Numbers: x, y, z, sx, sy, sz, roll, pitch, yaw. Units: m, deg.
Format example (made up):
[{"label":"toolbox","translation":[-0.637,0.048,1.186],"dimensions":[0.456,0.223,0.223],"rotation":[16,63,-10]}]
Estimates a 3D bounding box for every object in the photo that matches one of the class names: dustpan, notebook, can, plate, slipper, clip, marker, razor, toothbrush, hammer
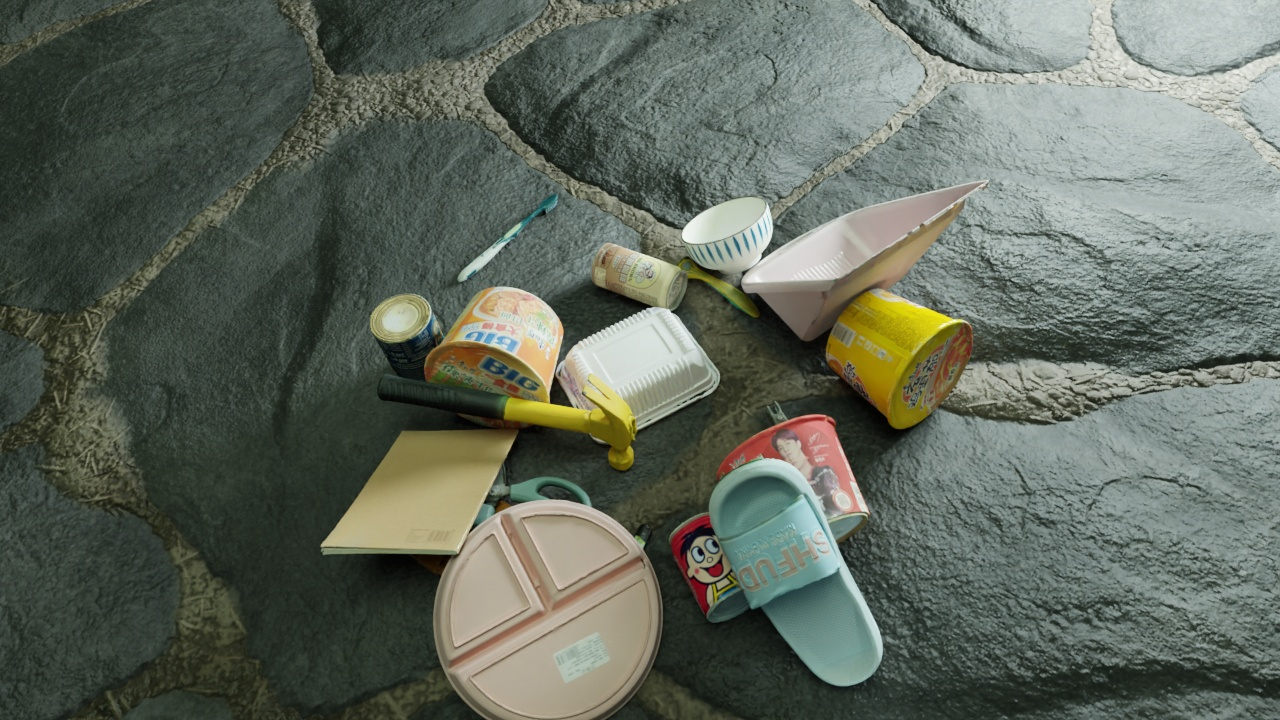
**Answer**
[{"label":"dustpan","translation":[0.226,-0.137,1.062],"dimensions":[0.222,0.274,0.139],"rotation":[-31,74,-18]},{"label":"notebook","translation":[-0.233,0.138,1.002],"dimensions":[0.150,0.012,0.211],"rotation":[-2,30,13]},{"label":"can","translation":[0.076,0.210,0.938],"dimensions":[0.066,0.067,0.093],"rotation":[-24,55,-10]},{"label":"plate","translation":[-0.088,0.249,0.908],"dimensions":[0.229,0.028,0.229],"rotation":[3,70,-10]},{"label":"slipper","translation":[0.143,0.206,0.851],"dimensions":[0.104,0.245,0.074],"rotation":[-28,9,22]},{"label":"clip","translation":[0.162,0.071,1.050],"dimensions":[0.041,0.026,0.058],"rotation":[-27,52,-2]},{"label":"can","translation":[-0.277,-0.021,1.120],"dimensions":[0.075,0.111,0.075],"rotation":[-4,55,5]},{"label":"marker","translation":[-0.016,0.227,0.972],"dimensions":[0.018,0.015,0.123],"rotation":[16,56,17]},{"label":"razor","translation":[0.097,-0.092,1.173],"dimensions":[0.132,0.028,0.043],"rotation":[34,62,25]},{"label":"toothbrush","translation":[-0.182,-0.169,1.271],"dimensions":[0.016,0.018,0.191],"rotation":[35,68,27]},{"label":"can","translation":[-0.003,-0.107,1.175],"dimensions":[0.116,0.059,0.058],"rotation":[22,61,21]},{"label":"hammer","translation":[-0.151,0.053,1.031],"dimensions":[0.301,0.129,0.032],"rotation":[9,47,10]}]

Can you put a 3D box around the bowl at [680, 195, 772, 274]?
[{"label":"bowl","translation":[0.117,-0.153,1.175],"dimensions":[0.116,0.066,0.116],"rotation":[-20,28,11]}]

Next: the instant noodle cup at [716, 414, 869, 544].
[{"label":"instant noodle cup","translation":[0.162,0.136,0.943],"dimensions":[0.138,0.138,0.108],"rotation":[-21,61,-7]}]

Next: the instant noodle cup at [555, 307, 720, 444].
[{"label":"instant noodle cup","translation":[-0.006,0.006,1.097],"dimensions":[0.173,0.060,0.138],"rotation":[-27,56,-10]}]

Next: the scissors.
[{"label":"scissors","translation":[-0.126,0.164,0.983],"dimensions":[0.181,0.019,0.170],"rotation":[-9,44,2]}]

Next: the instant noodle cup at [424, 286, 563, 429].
[{"label":"instant noodle cup","translation":[-0.164,-0.007,1.082],"dimensions":[0.151,0.152,0.111],"rotation":[7,48,12]}]

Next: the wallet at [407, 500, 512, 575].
[{"label":"wallet","translation":[-0.201,0.193,1.006],"dimensions":[0.131,0.035,0.118],"rotation":[23,56,28]}]

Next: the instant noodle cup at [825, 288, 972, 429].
[{"label":"instant noodle cup","translation":[0.284,-0.008,1.029],"dimensions":[0.137,0.138,0.110],"rotation":[-36,49,-17]}]
